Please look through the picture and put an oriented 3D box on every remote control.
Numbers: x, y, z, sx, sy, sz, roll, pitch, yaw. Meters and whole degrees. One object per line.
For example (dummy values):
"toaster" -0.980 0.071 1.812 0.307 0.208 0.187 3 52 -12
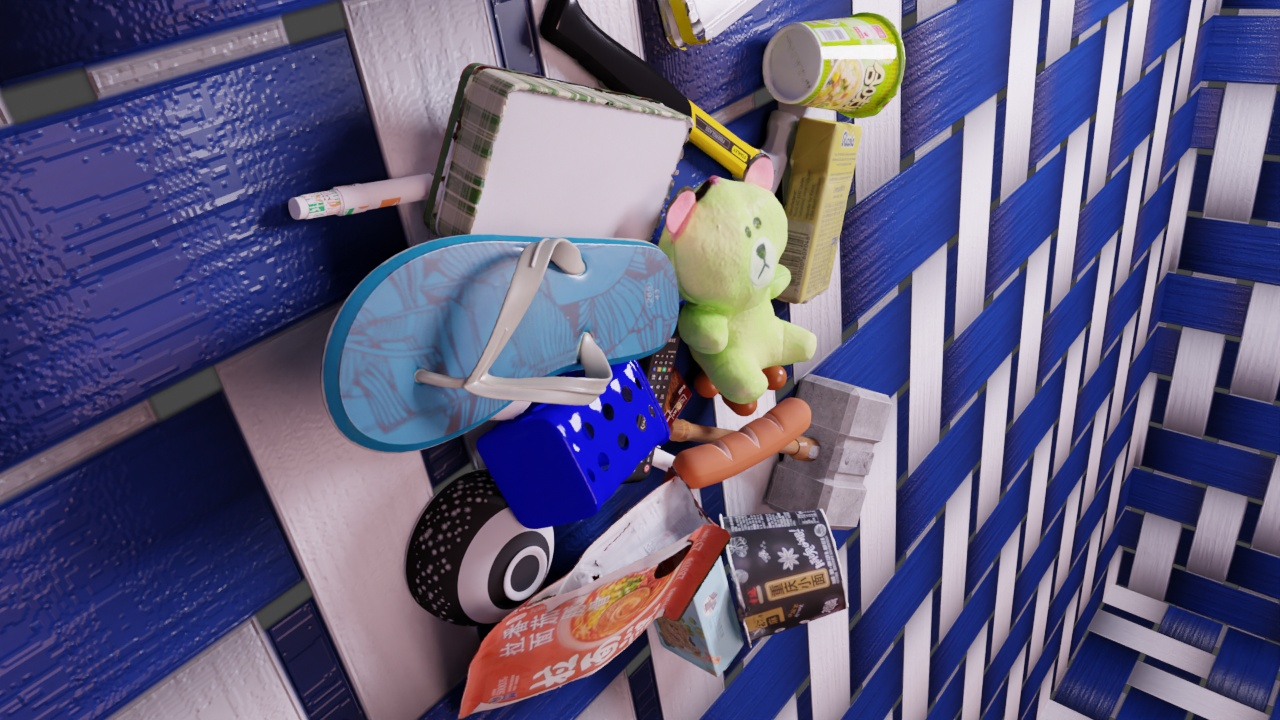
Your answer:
"remote control" 0.006 0.037 0.776 0.033 0.015 0.147 2 103 -51

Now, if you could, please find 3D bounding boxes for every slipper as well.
"slipper" -0.060 -0.026 0.572 0.294 0.060 0.118 -17 100 -46

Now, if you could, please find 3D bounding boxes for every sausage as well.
"sausage" 0.101 0.081 0.884 0.164 0.039 0.044 -23 115 -29

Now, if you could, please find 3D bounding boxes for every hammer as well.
"hammer" 0.032 -0.205 0.759 0.323 0.029 0.127 19 90 -51
"hammer" 0.135 0.088 0.975 0.317 0.083 0.163 12 95 -45

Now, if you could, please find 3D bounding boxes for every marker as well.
"marker" -0.152 -0.107 0.579 0.145 0.017 0.017 -23 121 -45
"marker" 0.033 0.100 0.889 0.133 0.017 0.020 31 78 -52

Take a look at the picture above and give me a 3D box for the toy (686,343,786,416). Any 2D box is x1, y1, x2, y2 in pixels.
"toy" 0.086 -0.011 0.874 0.094 0.065 0.128 -46 131 -22

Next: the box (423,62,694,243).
"box" -0.050 -0.133 0.638 0.205 0.051 0.118 -13 127 -53

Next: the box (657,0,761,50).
"box" 0.087 -0.333 0.773 0.209 0.037 0.064 -45 130 -30

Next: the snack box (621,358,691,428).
"snack box" -0.005 0.005 0.792 0.050 0.032 0.141 -55 139 -21

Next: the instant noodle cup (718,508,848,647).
"instant noodle cup" 0.149 0.216 0.952 0.137 0.112 0.137 -12 89 -85

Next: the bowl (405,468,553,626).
"bowl" -0.109 0.149 0.694 0.119 0.066 0.120 -23 121 -44

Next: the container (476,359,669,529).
"container" -0.048 0.058 0.682 0.113 0.085 0.085 -42 109 -52

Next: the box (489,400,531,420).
"box" -0.101 -0.019 0.628 0.155 0.085 0.126 13 87 -54

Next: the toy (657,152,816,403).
"toy" 0.073 -0.067 0.770 0.149 0.107 0.197 -35 115 -37

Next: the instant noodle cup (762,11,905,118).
"instant noodle cup" 0.175 -0.276 0.856 0.107 0.099 0.099 -13 114 -39

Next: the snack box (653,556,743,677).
"snack box" 0.047 0.235 0.916 0.053 0.075 0.175 -44 135 -32

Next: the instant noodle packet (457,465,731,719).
"instant noodle packet" -0.051 0.201 0.751 0.220 0.084 0.165 -24 151 -35

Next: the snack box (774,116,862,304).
"snack box" 0.174 -0.150 0.924 0.121 0.045 0.181 -27 129 -62
